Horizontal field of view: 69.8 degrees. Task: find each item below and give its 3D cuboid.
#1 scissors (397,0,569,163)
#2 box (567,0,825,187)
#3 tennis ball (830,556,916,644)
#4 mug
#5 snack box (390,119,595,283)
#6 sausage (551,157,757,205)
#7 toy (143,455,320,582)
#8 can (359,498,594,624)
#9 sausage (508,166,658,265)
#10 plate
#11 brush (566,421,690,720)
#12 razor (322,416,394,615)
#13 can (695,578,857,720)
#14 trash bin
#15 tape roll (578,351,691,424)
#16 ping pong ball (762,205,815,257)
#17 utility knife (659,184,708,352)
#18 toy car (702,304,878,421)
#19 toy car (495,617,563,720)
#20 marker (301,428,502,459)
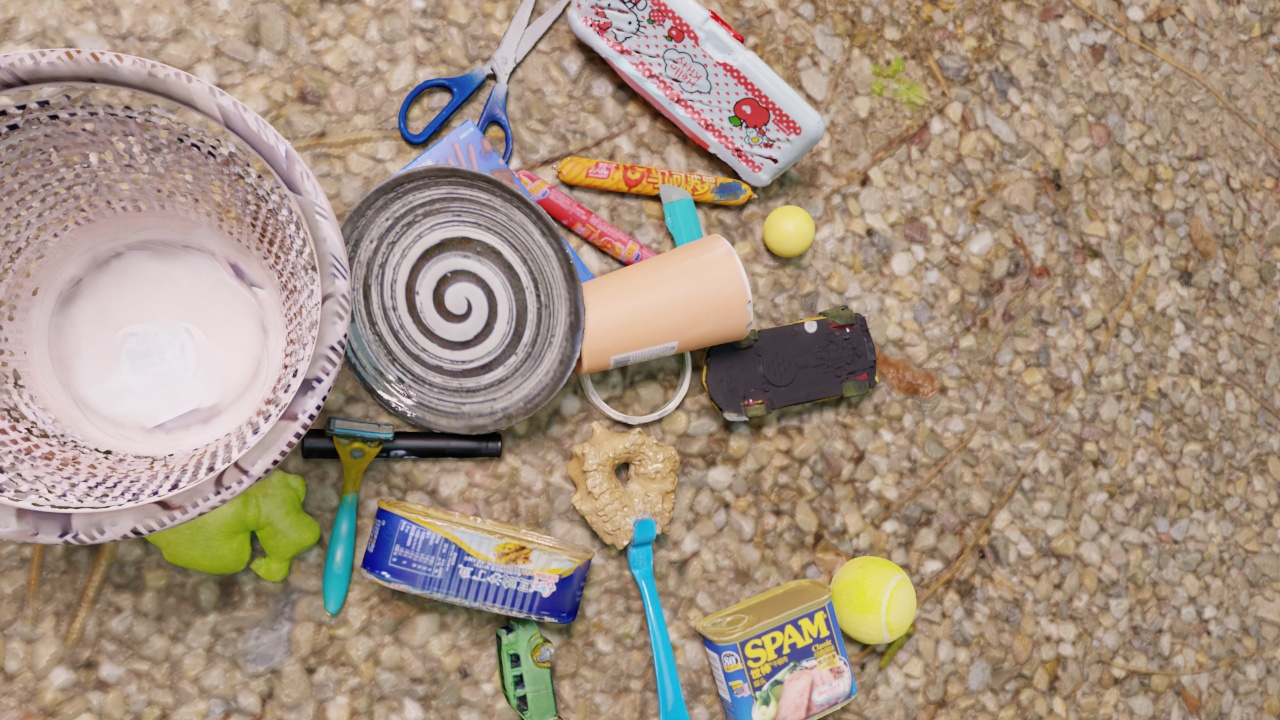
[{"bbox_3d":[-0.113,-0.212,0.664,0.141,0.012,0.171,1,86,-20],"label":"scissors"},{"bbox_3d":[0.047,-0.221,0.673,0.201,0.099,0.095,37,76,-12],"label":"box"},{"bbox_3d":[0.175,0.181,0.695,0.065,0.065,0.065,2,85,-18],"label":"tennis ball"},{"bbox_3d":[0.006,-0.034,0.635,0.122,0.078,0.078,-18,91,-17],"label":"mug"},{"bbox_3d":[-0.103,-0.080,0.643,0.084,0.026,0.157,-42,103,-16],"label":"snack box"},{"bbox_3d":[0.013,-0.135,0.694,0.165,0.021,0.021,4,84,-18],"label":"sausage"},{"bbox_3d":[-0.260,0.102,0.580,0.100,0.031,0.097,-19,100,-17],"label":"toy"},{"bbox_3d":[-0.106,0.132,0.606,0.148,0.075,0.049,17,84,-15],"label":"can"},{"bbox_3d":[-0.033,-0.097,0.678,0.156,0.020,0.020,32,77,-13],"label":"sausage"},{"bbox_3d":[-0.122,-0.038,0.604,0.179,0.024,0.179,3,105,10],"label":"plate"},{"bbox_3d":[0.005,0.165,0.648,0.083,0.046,0.254,-8,82,-22],"label":"brush"},{"bbox_3d":[-0.192,0.102,0.599,0.043,0.028,0.132,8,99,-20],"label":"razor"},{"bbox_3d":[0.102,0.220,0.674,0.102,0.057,0.083,-18,93,-18],"label":"can"},{"bbox_3d":[-0.278,-0.023,0.500,0.227,0.192,0.227,2,85,-18],"label":"trash bin"},{"bbox_3d":[-0.004,0.004,0.681,0.085,0.014,0.085,1,85,-18],"label":"tape roll"},{"bbox_3d":[0.115,-0.100,0.714,0.040,0.040,0.040,2,85,-18],"label":"ping pong ball"},{"bbox_3d":[0.045,-0.055,0.696,0.029,0.013,0.164,-20,100,-24],"label":"utility knife"},{"bbox_3d":[0.115,0.002,0.704,0.155,0.041,0.071,-12,89,-21],"label":"toy car"},{"bbox_3d":[-0.075,0.219,0.624,0.036,0.043,0.091,-13,88,-21],"label":"toy car"},{"bbox_3d":[-0.160,0.056,0.623,0.132,0.020,0.022,2,69,-18],"label":"marker"}]
